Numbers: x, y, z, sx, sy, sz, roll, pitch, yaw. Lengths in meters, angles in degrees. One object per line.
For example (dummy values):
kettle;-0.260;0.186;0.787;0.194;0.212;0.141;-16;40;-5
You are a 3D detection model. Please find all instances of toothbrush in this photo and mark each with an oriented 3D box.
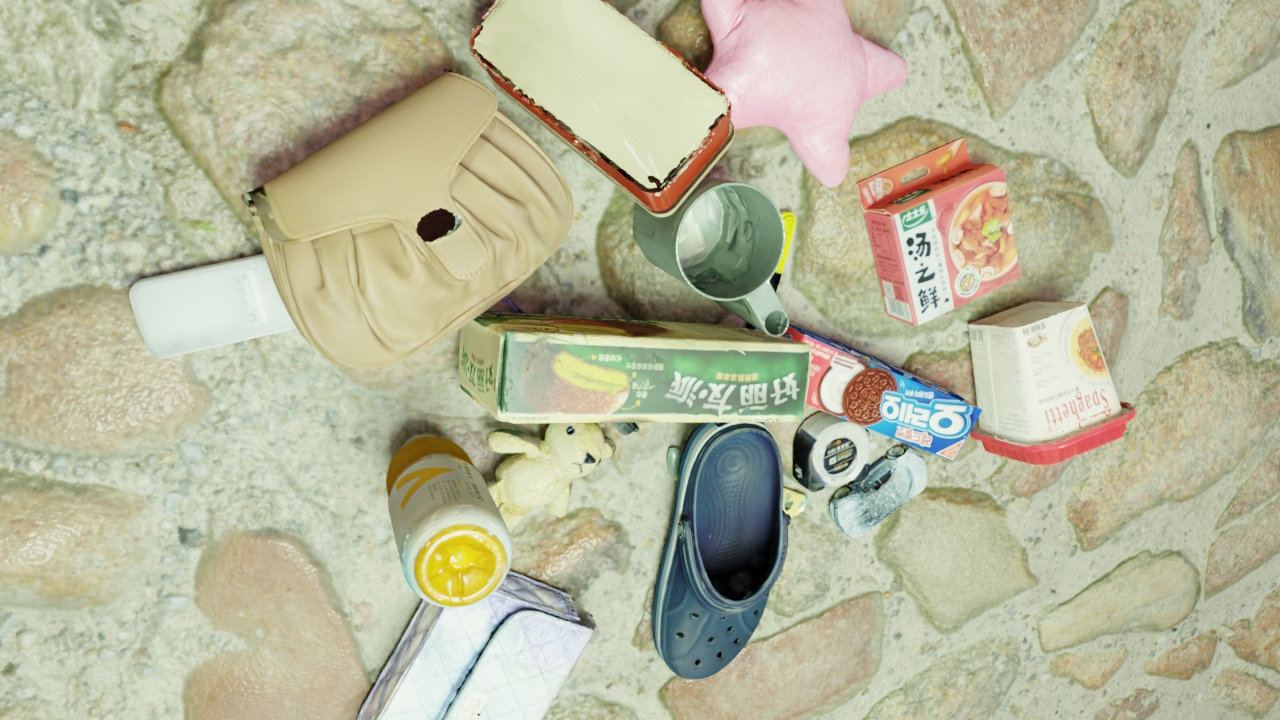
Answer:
toothbrush;-0.064;-0.002;0.723;0.017;0.014;0.189;-39;115;9

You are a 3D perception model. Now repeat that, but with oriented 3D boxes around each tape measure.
tape measure;0.171;0.079;0.818;0.065;0.033;0.066;-8;111;-19

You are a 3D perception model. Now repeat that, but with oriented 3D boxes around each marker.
marker;0.106;-0.063;0.762;0.018;0.015;0.124;10;104;-18

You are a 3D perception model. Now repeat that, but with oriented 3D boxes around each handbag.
handbag;-0.137;0.268;0.745;0.134;0.075;0.194;27;97;-25
handbag;-0.148;-0.091;0.608;0.204;0.100;0.148;-39;108;-18

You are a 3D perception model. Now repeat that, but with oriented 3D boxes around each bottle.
bottle;-0.138;0.098;0.629;0.068;0.189;0.068;-6;107;-19

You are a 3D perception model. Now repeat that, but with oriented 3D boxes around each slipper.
slipper;0.077;0.167;0.773;0.105;0.095;0.253;0;111;-17

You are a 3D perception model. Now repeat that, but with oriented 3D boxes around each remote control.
remote control;-0.273;-0.042;0.632;0.135;0.020;0.056;-15;110;-14

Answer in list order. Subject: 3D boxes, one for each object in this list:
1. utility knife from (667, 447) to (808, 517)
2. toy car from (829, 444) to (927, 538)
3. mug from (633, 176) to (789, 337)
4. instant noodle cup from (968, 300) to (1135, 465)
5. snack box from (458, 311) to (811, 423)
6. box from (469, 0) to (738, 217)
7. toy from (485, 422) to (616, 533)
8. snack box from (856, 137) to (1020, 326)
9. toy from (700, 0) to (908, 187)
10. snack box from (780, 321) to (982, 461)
utility knife;0.086;0.109;0.810;0.151;0.018;0.031;19;105;-28
toy car;0.224;0.122;0.851;0.105;0.031;0.049;-37;115;-7
mug;0.056;-0.080;0.691;0.083;0.103;0.124;-35;115;-7
instant noodle cup;0.360;0.016;0.828;0.116;0.117;0.124;-19;100;-13
snack box;-0.004;0.004;0.677;0.239;0.114;0.063;1;99;-25
box;-0.024;-0.182;0.603;0.168;0.079;0.091;40;91;8
toy;-0.090;0.102;0.715;0.157;0.066;0.105;-45;120;-9
snack box;0.256;-0.110;0.784;0.113;0.044;0.127;-25;112;-11
toy;0.121;-0.230;0.686;0.194;0.075;0.178;11;92;-25
snack box;0.199;0.026;0.799;0.207;0.057;0.058;20;101;-24
